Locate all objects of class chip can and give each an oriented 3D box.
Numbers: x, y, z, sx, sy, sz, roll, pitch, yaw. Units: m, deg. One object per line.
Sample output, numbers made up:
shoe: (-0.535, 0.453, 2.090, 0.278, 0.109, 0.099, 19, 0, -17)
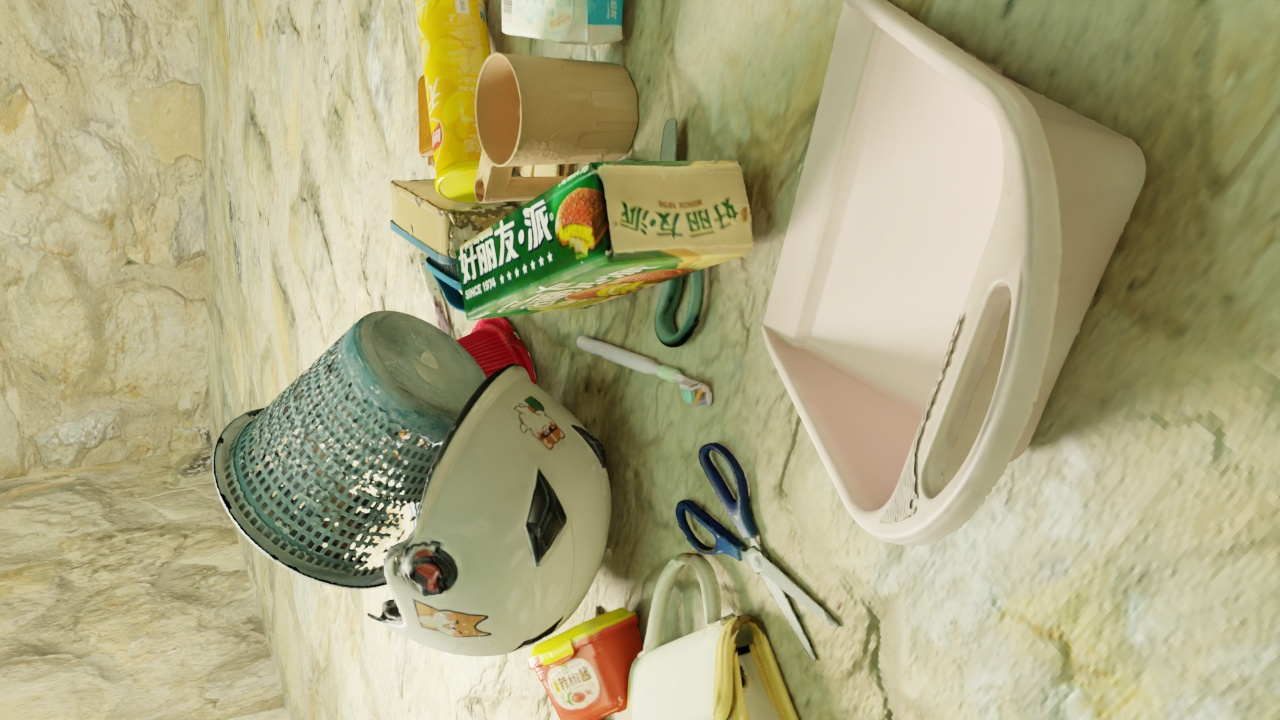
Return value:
chip can: (-0.173, -0.263, 0.882, 0.072, 0.072, 0.213, -31, 65, 56)

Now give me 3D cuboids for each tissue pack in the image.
tissue pack: (-0.062, -0.300, 0.725, 0.140, 0.063, 0.090, 34, 127, 51)

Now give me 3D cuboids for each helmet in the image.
helmet: (-0.107, 0.151, 0.799, 0.157, 0.229, 0.275, 29, 125, 4)

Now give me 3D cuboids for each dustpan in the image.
dustpan: (0.110, -0.049, 0.443, 0.273, 0.138, 0.223, 39, 130, 46)

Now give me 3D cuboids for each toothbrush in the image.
toothbrush: (-0.004, 0.004, 0.752, 0.021, 0.029, 0.189, -55, 34, -8)
toothbrush: (-0.243, -0.049, 1.120, 0.187, 0.016, 0.017, 70, 156, 17)

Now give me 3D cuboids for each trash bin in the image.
trash bin: (-0.252, 0.069, 0.874, 0.195, 0.226, 0.226, -46, 55, 21)

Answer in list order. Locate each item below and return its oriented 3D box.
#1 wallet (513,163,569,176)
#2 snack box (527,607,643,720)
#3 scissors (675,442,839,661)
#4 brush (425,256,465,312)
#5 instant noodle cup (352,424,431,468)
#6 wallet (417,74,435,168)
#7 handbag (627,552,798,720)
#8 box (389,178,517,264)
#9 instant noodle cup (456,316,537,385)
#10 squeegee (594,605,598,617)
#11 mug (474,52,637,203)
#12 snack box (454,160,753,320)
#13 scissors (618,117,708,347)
wallet: (-0.094, -0.204, 0.840, 0.115, 0.024, 0.087, 42, 127, 46)
snack box: (-0.039, 0.271, 0.806, 0.091, 0.081, 0.080, -34, 73, 30)
scissors: (0.075, 0.138, 0.664, 0.157, 0.012, 0.165, -27, 75, 55)
brush: (-0.190, -0.090, 0.987, 0.144, 0.055, 0.073, 29, 121, 51)
instant noodle cup: (-0.289, 0.072, 1.133, 0.138, 0.109, 0.138, 23, 118, 54)
wallet: (-0.210, -0.265, 0.995, 0.131, 0.035, 0.119, 4, 99, 57)
handbag: (0.038, 0.244, 0.708, 0.164, 0.063, 0.178, -44, 57, 51)
box: (-0.201, -0.151, 0.961, 0.184, 0.089, 0.059, 31, 124, 54)
instant noodle cup: (-0.177, 0.046, 0.992, 0.194, 0.065, 0.194, 17, 111, 55)
squeegee: (-0.002, 0.393, 0.824, 0.250, 0.040, 0.248, 32, 123, 49)
mug: (-0.071, -0.180, 0.731, 0.084, 0.103, 0.125, 56, 140, 35)
snack box: (-0.037, -0.080, 0.658, 0.241, 0.114, 0.063, -12, 87, 58)
scissors: (0.004, -0.102, 0.714, 0.180, 0.019, 0.170, 25, 119, 54)
